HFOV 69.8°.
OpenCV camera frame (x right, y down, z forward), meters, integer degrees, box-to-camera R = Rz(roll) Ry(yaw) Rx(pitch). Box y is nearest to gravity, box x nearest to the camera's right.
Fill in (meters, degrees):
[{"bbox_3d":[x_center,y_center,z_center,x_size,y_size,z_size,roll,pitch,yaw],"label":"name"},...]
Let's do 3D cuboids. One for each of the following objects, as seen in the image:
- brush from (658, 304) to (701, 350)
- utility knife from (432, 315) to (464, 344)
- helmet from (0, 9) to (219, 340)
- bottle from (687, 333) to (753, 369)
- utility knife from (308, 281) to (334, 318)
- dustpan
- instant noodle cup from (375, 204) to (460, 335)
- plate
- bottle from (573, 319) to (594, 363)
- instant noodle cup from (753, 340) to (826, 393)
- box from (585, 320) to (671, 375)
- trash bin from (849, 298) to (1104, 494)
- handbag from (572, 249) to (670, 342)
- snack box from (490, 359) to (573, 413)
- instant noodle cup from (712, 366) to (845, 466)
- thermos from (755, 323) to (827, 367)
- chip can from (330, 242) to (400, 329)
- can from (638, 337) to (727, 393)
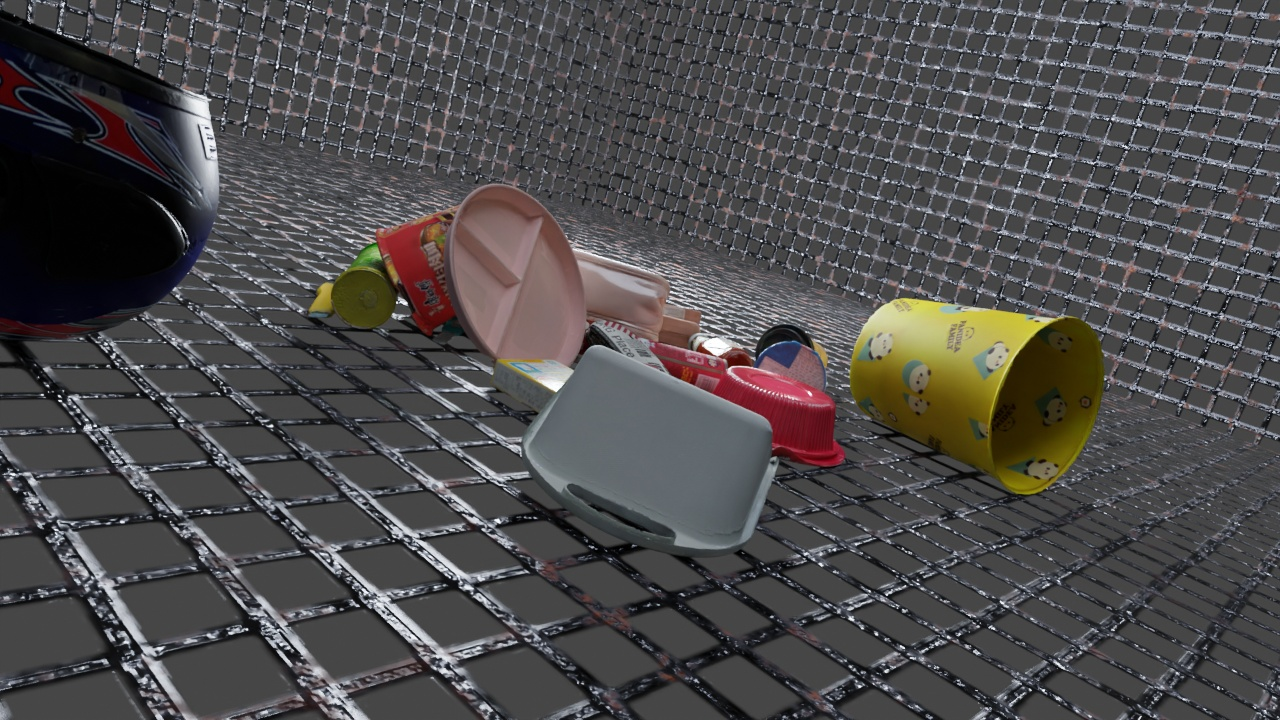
[{"bbox_3d":[0.020,-0.063,1.435,0.145,0.063,0.073,14,2,-8],"label":"brush"},{"bbox_3d":[-0.229,-0.043,1.146,0.029,0.013,0.218,13,12,-4],"label":"utility knife"},{"bbox_3d":[-0.485,-0.139,0.689,0.247,0.240,0.315,23,3,25],"label":"helmet"},{"bbox_3d":[0.107,-0.006,1.309,0.059,0.060,0.206,13,9,-13],"label":"bottle"},{"bbox_3d":[-0.370,-0.069,1.079,0.033,0.015,0.171,7,15,-12],"label":"utility knife"},{"bbox_3d":[0.006,0.090,0.801,0.223,0.142,0.258,24,-11,6],"label":"dustpan"},{"bbox_3d":[-0.232,-0.114,1.084,0.108,0.138,0.138,-25,18,-2],"label":"instant noodle cup"},{"bbox_3d":[-0.141,-0.087,1.045,0.028,0.229,0.229,-15,-6,32],"label":"plate"},{"bbox_3d":[-0.125,-0.036,1.145,0.175,0.057,0.057,13,13,-14],"label":"bottle"},{"bbox_3d":[0.207,0.024,1.244,0.099,0.099,0.109,20,5,14],"label":"instant noodle cup"},{"bbox_3d":[-0.008,0.009,1.085,0.068,0.051,0.164,-13,45,-32],"label":"box"},{"bbox_3d":[0.439,0.028,1.236,0.229,0.230,0.255,7,10,-36],"label":"trash bin"},{"bbox_3d":[-0.063,-0.072,1.294,0.193,0.093,0.234,15,-10,1],"label":"handbag"},{"bbox_3d":[-0.078,0.036,0.952,0.140,0.034,0.086,24,14,36],"label":"snack box"},{"bbox_3d":[0.157,0.058,1.078,0.194,0.066,0.193,16,13,-4],"label":"instant noodle cup"},{"bbox_3d":[0.241,-0.005,1.425,0.093,0.093,0.143,23,7,29],"label":"thermos"},{"bbox_3d":[-0.326,-0.097,1.124,0.072,0.073,0.221,13,13,-13],"label":"chip can"},{"bbox_3d":[0.040,0.009,1.169,0.132,0.053,0.053,14,13,-10],"label":"can"}]
